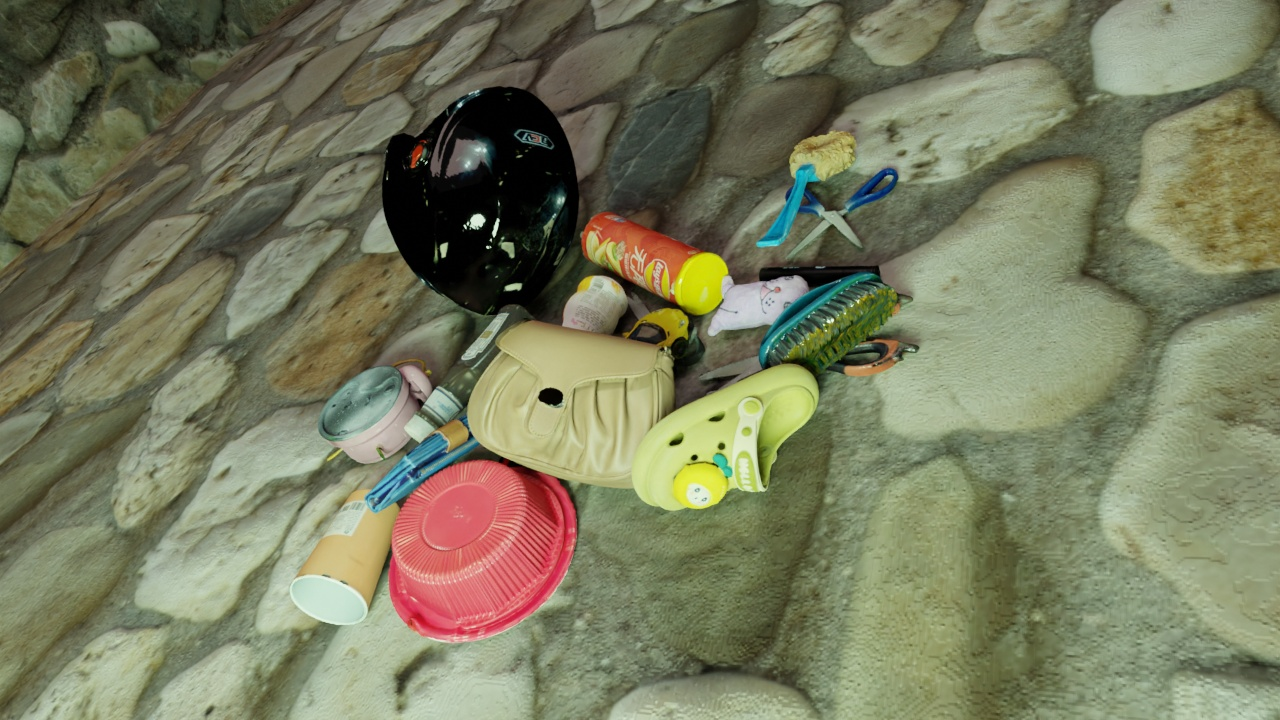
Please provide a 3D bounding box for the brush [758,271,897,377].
[{"bbox_3d":[0.170,-0.036,0.871,0.143,0.055,0.073,-36,39,-6],"label":"brush"}]

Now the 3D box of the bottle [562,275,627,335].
[{"bbox_3d":[-0.060,-0.046,1.051,0.063,0.063,0.108,2,47,35],"label":"bottle"}]

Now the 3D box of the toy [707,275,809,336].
[{"bbox_3d":[0.129,-0.062,0.966,0.108,0.039,0.083,-7,50,28],"label":"toy"}]

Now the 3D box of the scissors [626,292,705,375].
[{"bbox_3d":[0.024,-0.039,1.033,0.137,0.014,0.174,-10,40,26],"label":"scissors"}]

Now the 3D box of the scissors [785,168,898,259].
[{"bbox_3d":[0.219,-0.172,1.052,0.172,0.012,0.162,-41,39,-14],"label":"scissors"}]

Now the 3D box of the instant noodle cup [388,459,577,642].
[{"bbox_3d":[-0.160,0.162,0.863,0.194,0.066,0.193,-12,43,11],"label":"instant noodle cup"}]

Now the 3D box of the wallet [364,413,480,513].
[{"bbox_3d":[-0.213,0.099,0.946,0.107,0.040,0.132,-39,-1,40],"label":"wallet"}]

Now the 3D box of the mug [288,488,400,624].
[{"bbox_3d":[-0.292,0.193,0.929,0.078,0.078,0.122,-12,37,21],"label":"mug"}]

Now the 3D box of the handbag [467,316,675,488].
[{"bbox_3d":[-0.066,0.039,0.885,0.205,0.099,0.147,11,80,24],"label":"handbag"}]

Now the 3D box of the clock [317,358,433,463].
[{"bbox_3d":[-0.314,0.053,1.111,0.117,0.060,0.158,-5,46,30],"label":"clock"}]

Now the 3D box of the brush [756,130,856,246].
[{"bbox_3d":[0.184,-0.195,1.047,0.083,0.046,0.253,1,38,30],"label":"brush"}]

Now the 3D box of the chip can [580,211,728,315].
[{"bbox_3d":[0.012,-0.118,1.082,0.073,0.073,0.217,-41,38,-14],"label":"chip can"}]

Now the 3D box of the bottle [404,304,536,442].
[{"bbox_3d":[-0.201,0.017,1.083,0.194,0.044,0.080,-51,22,-18],"label":"bottle"}]

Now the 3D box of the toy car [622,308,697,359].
[{"bbox_3d":[-0.006,0.006,0.960,0.155,0.041,0.071,-52,41,-5],"label":"toy car"}]

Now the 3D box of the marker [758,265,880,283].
[{"bbox_3d":[0.188,-0.089,0.976,0.132,0.020,0.022,3,77,34],"label":"marker"}]

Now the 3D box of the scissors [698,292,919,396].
[{"bbox_3d":[0.167,-0.007,0.899,0.216,0.015,0.195,17,58,43],"label":"scissors"}]

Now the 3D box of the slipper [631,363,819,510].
[{"bbox_3d":[0.083,0.074,0.806,0.190,0.092,0.081,-30,40,-6],"label":"slipper"}]

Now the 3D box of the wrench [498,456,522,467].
[{"bbox_3d":[-0.146,0.114,0.967,0.056,0.016,0.272,-2,46,31],"label":"wrench"}]

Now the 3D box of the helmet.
[{"bbox_3d":[-0.189,-0.194,1.155,0.275,0.233,0.230,-56,45,30],"label":"helmet"}]
